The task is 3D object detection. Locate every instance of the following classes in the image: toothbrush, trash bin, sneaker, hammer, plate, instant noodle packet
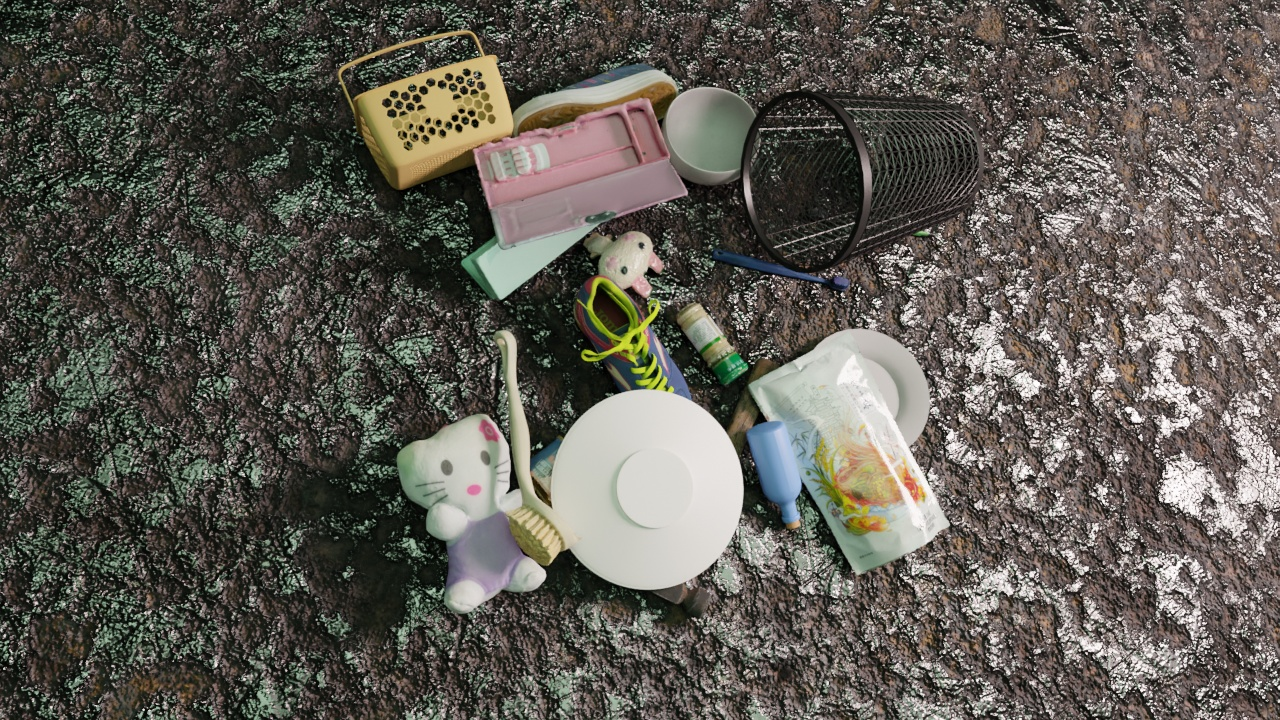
[{"bbox_3d":[0.188,-0.122,1.223,0.190,0.017,0.016,13,70,-6],"label":"toothbrush"},{"bbox_3d":[0.291,-0.240,1.169,0.242,0.218,0.217,-15,75,-30],"label":"trash bin"},{"bbox_3d":[-0.006,0.006,1.111,0.116,0.091,0.241,-30,81,-20],"label":"sneaker"},{"bbox_3d":[0.087,0.136,1.119,0.120,0.033,0.329,27,70,1],"label":"hammer"},{"bbox_3d":[0.289,0.044,1.188,0.172,0.019,0.172,3,72,-9],"label":"plate"},{"bbox_3d":[0.259,0.114,1.124,0.147,0.057,0.269,-28,87,-5],"label":"instant noodle packet"},{"bbox_3d":[0.013,0.146,1.048,0.229,0.030,0.229,2,81,-13],"label":"plate"},{"bbox_3d":[-0.069,-0.340,1.226,0.235,0.088,0.079,-20,50,-16],"label":"sneaker"},{"bbox_3d":[0.319,-0.189,1.269,0.188,0.014,0.017,8,64,-8],"label":"toothbrush"}]

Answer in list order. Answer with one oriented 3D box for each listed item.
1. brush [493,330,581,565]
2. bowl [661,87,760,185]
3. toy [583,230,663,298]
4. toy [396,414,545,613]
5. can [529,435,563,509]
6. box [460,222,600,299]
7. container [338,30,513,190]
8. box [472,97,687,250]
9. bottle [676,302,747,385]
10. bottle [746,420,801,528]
[{"bbox_3d":[-0.129,0.092,1.020,0.077,0.062,0.272,-1,69,-41],"label":"brush"},{"bbox_3d":[0.091,-0.294,1.235,0.131,0.064,0.131,3,72,-9],"label":"bowl"},{"bbox_3d":[-0.021,-0.130,1.176,0.112,0.050,0.087,38,70,-3],"label":"toy"},{"bbox_3d":[-0.188,0.169,1.032,0.137,0.086,0.209,-13,77,-28],"label":"toy"},{"bbox_3d":[-0.089,0.145,1.073,0.059,0.054,0.100,-37,82,-17],"label":"can"},{"bbox_3d":[-0.139,-0.159,1.175,0.188,0.079,0.077,-42,124,-19],"label":"box"},{"bbox_3d":[-0.266,-0.325,1.151,0.183,0.129,0.167,-22,87,-15],"label":"container"},{"bbox_3d":[-0.075,-0.218,1.113,0.233,0.055,0.179,-16,60,-3],"label":"box"},{"bbox_3d":[0.089,-0.022,1.162,0.042,0.043,0.110,-33,80,-18],"label":"bottle"},{"bbox_3d":[0.168,0.141,1.111,0.048,0.048,0.131,-20,100,-15],"label":"bottle"}]
